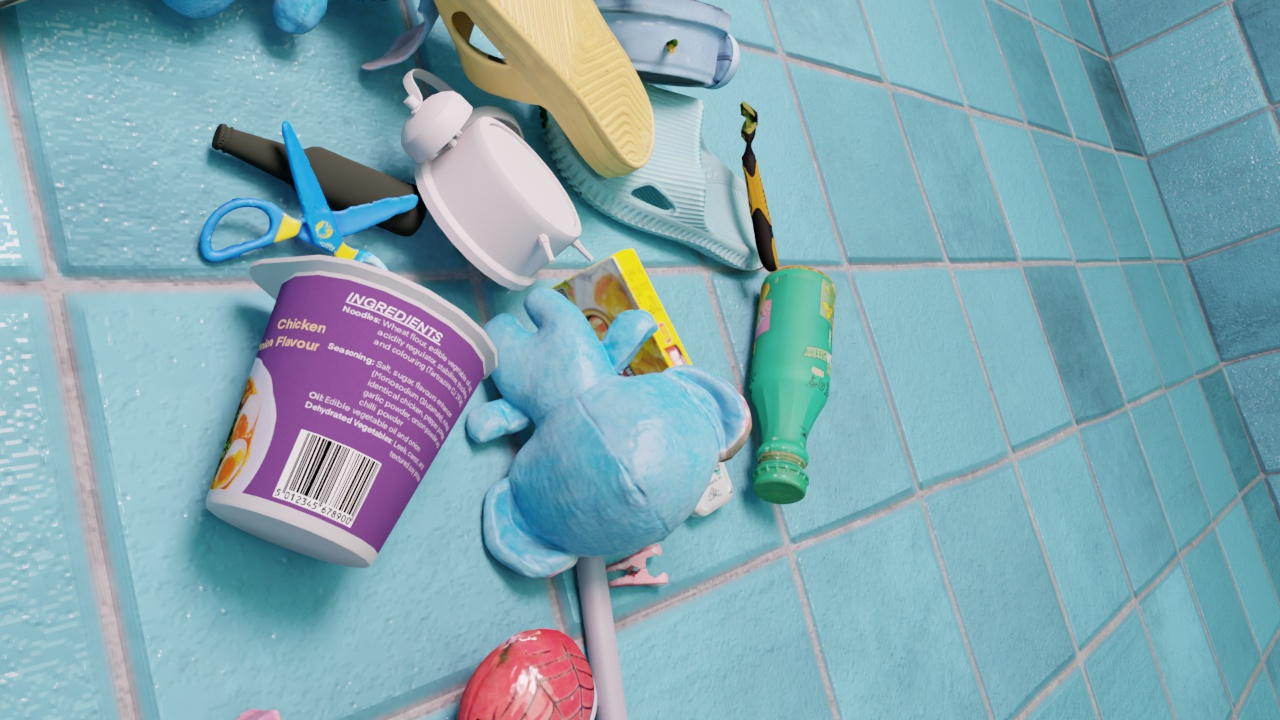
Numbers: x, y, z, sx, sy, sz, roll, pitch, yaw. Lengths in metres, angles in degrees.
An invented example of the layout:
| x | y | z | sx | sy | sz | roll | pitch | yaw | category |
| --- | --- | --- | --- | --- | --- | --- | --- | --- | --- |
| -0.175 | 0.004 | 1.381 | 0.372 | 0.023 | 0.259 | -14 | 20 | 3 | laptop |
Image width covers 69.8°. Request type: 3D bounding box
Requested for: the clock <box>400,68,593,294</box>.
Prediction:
| x | y | z | sx | sy | sz | roll | pitch | yaw | category |
| --- | --- | --- | --- | --- | --- | --- | --- | --- | --- |
| -0.102 | -0.118 | 0.592 | 0.159 | 0.061 | 0.119 | 55 | 16 | 3 | clock |

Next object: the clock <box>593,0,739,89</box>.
| x | y | z | sx | sy | sz | roll | pitch | yaw | category |
| --- | --- | --- | --- | --- | --- | --- | --- | --- | --- |
| 0.018 | -0.256 | 0.741 | 0.161 | 0.118 | 0.060 | -16 | 116 | -63 | clock |

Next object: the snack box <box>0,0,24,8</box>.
| x | y | z | sx | sy | sz | roll | pitch | yaw | category |
| --- | --- | --- | --- | --- | --- | --- | --- | --- | --- |
| -0.286 | -0.250 | 0.421 | 0.193 | 0.044 | 0.141 | -27 | 94 | -16 | snack box |

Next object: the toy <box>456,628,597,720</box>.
| x | y | z | sx | sy | sz | roll | pitch | yaw | category |
| --- | --- | --- | --- | --- | --- | --- | --- | --- | --- |
| -0.056 | 0.216 | 0.515 | 0.092 | 0.062 | 0.133 | -32 | 109 | -41 | toy |

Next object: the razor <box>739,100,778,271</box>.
| x | y | z | sx | sy | sz | roll | pitch | yaw | category |
| --- | --- | --- | --- | --- | --- | --- | --- | --- | --- |
| 0.101 | -0.148 | 0.790 | 0.044 | 0.021 | 0.144 | -29 | 109 | -82 | razor |

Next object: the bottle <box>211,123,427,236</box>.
| x | y | z | sx | sy | sz | roll | pitch | yaw | category |
| --- | --- | --- | --- | --- | --- | --- | --- | --- | --- |
| -0.186 | -0.107 | 0.538 | 0.122 | 0.033 | 0.033 | 19 | 61 | -40 | bottle |

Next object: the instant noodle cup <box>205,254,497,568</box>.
| x | y | z | sx | sy | sz | roll | pitch | yaw | category |
| --- | --- | --- | --- | --- | --- | --- | --- | --- | --- |
| -0.158 | 0.030 | 0.462 | 0.137 | 0.122 | 0.121 | 22 | 65 | -7 | instant noodle cup |

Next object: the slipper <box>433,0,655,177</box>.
| x | y | z | sx | sy | sz | roll | pitch | yaw | category |
| --- | --- | --- | --- | --- | --- | --- | --- | --- | --- |
| -0.079 | -0.218 | 0.605 | 0.263 | 0.079 | 0.099 | 47 | 47 | -45 | slipper |

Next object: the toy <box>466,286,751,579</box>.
| x | y | z | sx | sy | sz | roll | pitch | yaw | category |
| --- | --- | --- | --- | --- | --- | --- | --- | --- | --- |
| -0.035 | 0.041 | 0.590 | 0.180 | 0.183 | 0.115 | 54 | -4 | 18 | toy |

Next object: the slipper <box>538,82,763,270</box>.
| x | y | z | sx | sy | sz | roll | pitch | yaw | category |
| --- | --- | --- | --- | --- | --- | --- | --- | --- | --- |
| 0.033 | -0.154 | 0.760 | 0.276 | 0.070 | 0.115 | 22 | 62 | -39 | slipper |

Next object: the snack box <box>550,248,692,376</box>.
| x | y | z | sx | sy | sz | roll | pitch | yaw | category |
| --- | --- | --- | --- | --- | --- | --- | --- | --- | --- |
| -0.004 | 0.004 | 0.646 | 0.025 | 0.075 | 0.152 | -34 | 98 | -50 | snack box |

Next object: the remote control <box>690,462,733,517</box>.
| x | y | z | sx | sy | sz | roll | pitch | yaw | category |
| --- | --- | --- | --- | --- | --- | --- | --- | --- | --- |
| 0.029 | 0.052 | 0.699 | 0.050 | 0.022 | 0.133 | -21 | 89 | -48 | remote control |

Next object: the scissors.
| x | y | z | sx | sy | sz | roll | pitch | yaw | category |
| --- | --- | --- | --- | --- | --- | --- | --- | --- | --- |
| -0.181 | -0.072 | 0.520 | 0.125 | 0.013 | 0.126 | -26 | 116 | -29 | scissors |

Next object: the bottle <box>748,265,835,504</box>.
| x | y | z | sx | sy | sz | roll | pitch | yaw | category |
| --- | --- | --- | --- | --- | --- | --- | --- | --- | --- |
| 0.127 | 0.019 | 0.780 | 0.068 | 0.068 | 0.209 | 34 | 51 | -32 | bottle |

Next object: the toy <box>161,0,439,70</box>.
| x | y | z | sx | sy | sz | roll | pitch | yaw | category |
| --- | --- | --- | --- | --- | --- | --- | --- | --- | --- |
| -0.205 | -0.284 | 0.541 | 0.190 | 0.099 | 0.224 | -24 | 101 | -48 | toy |

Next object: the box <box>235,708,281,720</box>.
| x | y | z | sx | sy | sz | roll | pitch | yaw | category |
| --- | --- | --- | --- | --- | --- | --- | --- | --- | --- |
| -0.176 | 0.290 | 0.373 | 0.178 | 0.040 | 0.232 | -26 | 93 | -53 | box |

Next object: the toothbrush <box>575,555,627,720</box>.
| x | y | z | sx | sy | sz | roll | pitch | yaw | category |
| --- | --- | --- | --- | --- | --- | --- | --- | --- | --- |
| -0.021 | 0.207 | 0.583 | 0.019 | 0.018 | 0.187 | 4 | 70 | -43 | toothbrush |

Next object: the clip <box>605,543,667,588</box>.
| x | y | z | sx | sy | sz | roll | pitch | yaw | category |
| --- | --- | --- | --- | --- | --- | --- | --- | --- | --- |
| -0.002 | 0.139 | 0.631 | 0.059 | 0.023 | 0.045 | 29 | 50 | -37 | clip |
